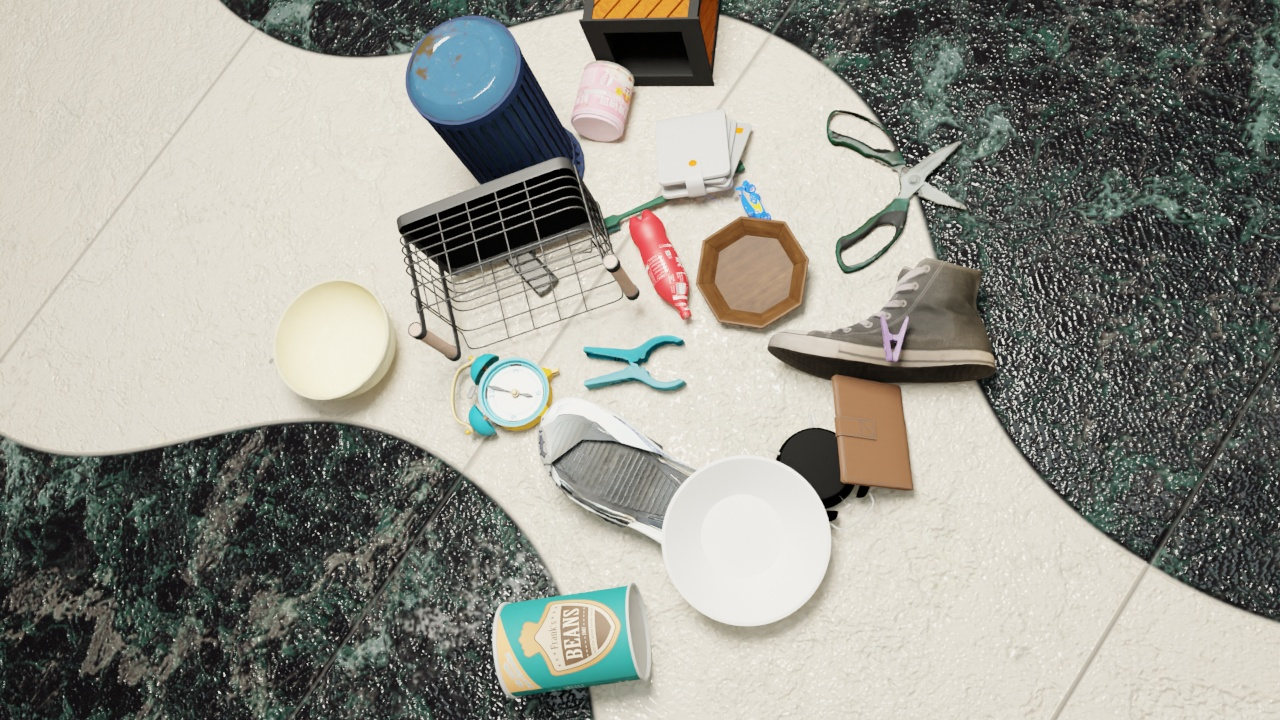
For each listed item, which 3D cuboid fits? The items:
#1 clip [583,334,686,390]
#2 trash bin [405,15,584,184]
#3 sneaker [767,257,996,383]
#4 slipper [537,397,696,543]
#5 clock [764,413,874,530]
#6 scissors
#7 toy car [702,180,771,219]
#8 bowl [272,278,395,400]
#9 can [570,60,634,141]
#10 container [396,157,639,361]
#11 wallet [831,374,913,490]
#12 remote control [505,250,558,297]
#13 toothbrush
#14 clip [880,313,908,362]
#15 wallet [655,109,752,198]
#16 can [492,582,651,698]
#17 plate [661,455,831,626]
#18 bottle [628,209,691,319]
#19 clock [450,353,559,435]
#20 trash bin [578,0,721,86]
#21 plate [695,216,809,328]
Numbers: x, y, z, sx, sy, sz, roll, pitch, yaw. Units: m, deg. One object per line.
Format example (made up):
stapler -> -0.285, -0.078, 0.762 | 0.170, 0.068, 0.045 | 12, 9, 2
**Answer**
clip -> -0.002, 0.023, 1.066 | 0.130, 0.030, 0.120 | -21, 77, 6
trash bin -> -0.163, -0.274, 1.058 | 0.139, 0.249, 0.139 | -3, 75, 11
sneaker -> 0.256, -0.043, 0.992 | 0.235, 0.095, 0.119 | -2, 73, 14
slipper -> 0.002, 0.137, 1.016 | 0.264, 0.063, 0.111 | 27, 86, 5
clock -> 0.197, 0.123, 0.985 | 0.091, 0.042, 0.120 | -37, 71, 1
scissors -> 0.271, -0.211, 1.073 | 0.201, 0.015, 0.205 | -41, 70, 0
toy car -> 0.117, -0.176, 1.089 | 0.062, 0.033, 0.092 | -28, 68, 11
bowl -> -0.363, -0.017, 1.126 | 0.151, 0.075, 0.150 | -3, 74, 12
can -> -0.047, -0.321, 1.142 | 0.067, 0.067, 0.076 | 9, 77, 14
container -> -0.141, -0.107, 1.039 | 0.241, 0.163, 0.130 | -18, 72, 8
wallet -> 0.246, 0.077, 0.975 | 0.087, 0.013, 0.120 | 9, 63, -18
remote control -> -0.155, -0.134, 1.144 | 0.033, 0.013, 0.136 | -44, 71, -1
toothbrush -> 0.038, -0.198, 1.119 | 0.190, 0.017, 0.016 | -23, 55, 4
clip -> 0.259, -0.022, 0.934 | 0.029, 0.013, 0.050 | 2, 76, 9
wallet -> 0.079, -0.251, 1.103 | 0.115, 0.037, 0.118 | -8, 58, 10
can -> -0.070, 0.295, 0.968 | 0.144, 0.099, 0.099 | -11, 73, 9
plate -> 0.109, 0.186, 0.963 | 0.174, 0.036, 0.174 | 0, 86, 0
bottle -> 0.027, -0.112, 1.084 | 0.042, 0.042, 0.141 | -25, 72, 5
clock -> -0.161, 0.040, 1.087 | 0.130, 0.044, 0.099 | -1, 75, 5
trash bin -> 0.021, -0.450, 1.122 | 0.140, 0.140, 0.171 | 4, 76, 13
plate -> 0.129, -0.101, 1.056 | 0.131, 0.025, 0.131 | 0, 89, 14
